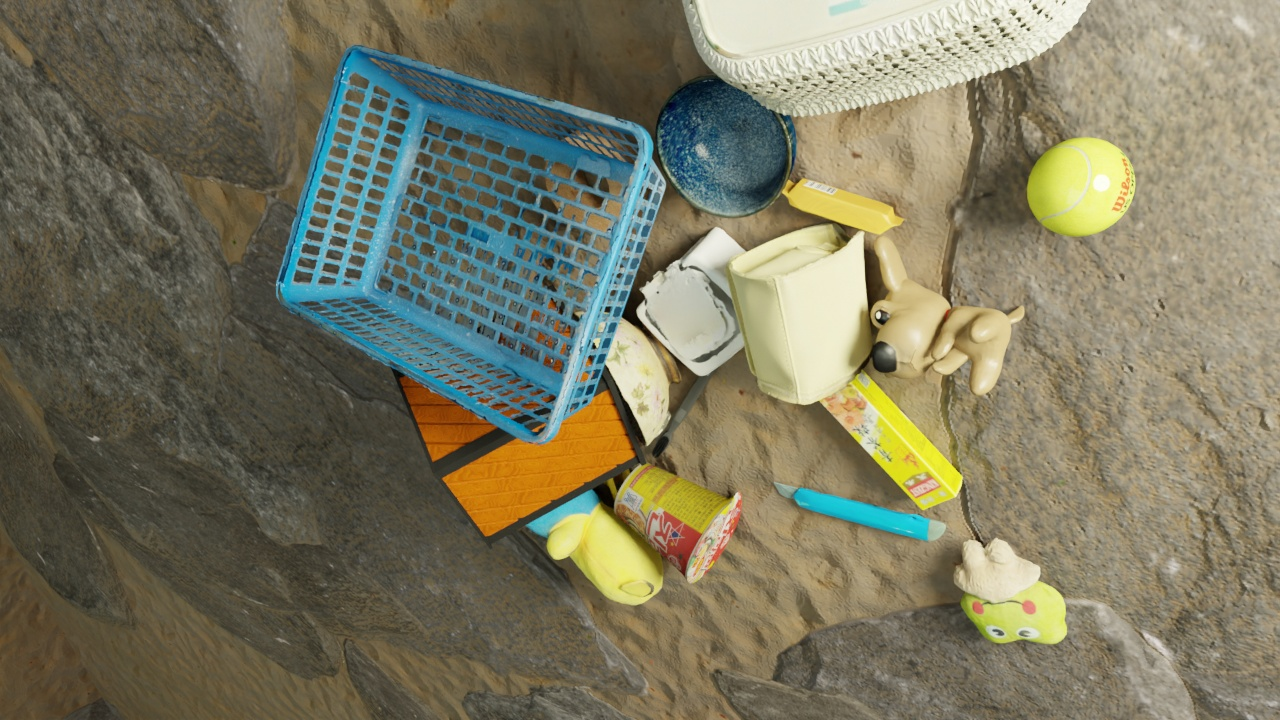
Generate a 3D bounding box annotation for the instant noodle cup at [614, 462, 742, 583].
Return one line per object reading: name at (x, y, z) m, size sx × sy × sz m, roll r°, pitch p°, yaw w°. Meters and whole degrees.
instant noodle cup at (0.034, 0.167, 0.984) m, size 0.112 × 0.100 × 0.101 m, roll 28°, pitch 134°, yaw 23°

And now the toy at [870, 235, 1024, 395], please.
toy at (0.229, -0.023, 0.714) m, size 0.108 × 0.105 × 0.134 m, roll 16°, pitch 134°, yaw 38°

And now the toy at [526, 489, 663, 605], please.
toy at (-0.057, 0.195, 1.038) m, size 0.214 × 0.148 × 0.084 m, roll 38°, pitch 102°, yaw -2°

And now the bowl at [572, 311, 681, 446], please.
bowl at (-0.005, 0.005, 0.886) m, size 0.145 × 0.063 × 0.145 m, roll 59°, pitch 172°, yaw 13°

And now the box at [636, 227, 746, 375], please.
box at (0.051, -0.043, 0.814) m, size 0.102 × 0.095 × 0.108 m, roll 44°, pitch 133°, yaw -3°

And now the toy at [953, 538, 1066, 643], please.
toy at (0.336, 0.213, 0.847) m, size 0.092 × 0.043 × 0.118 m, roll -13°, pitch 112°, yaw 40°

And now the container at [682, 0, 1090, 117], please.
container at (0.138, -0.251, 0.551) m, size 0.252 × 0.142 × 0.185 m, roll -6°, pitch 102°, yaw 31°

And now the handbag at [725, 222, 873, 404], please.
handbag at (0.137, -0.039, 0.749) m, size 0.081 × 0.111 × 0.119 m, roll 24°, pitch 136°, yaw 55°

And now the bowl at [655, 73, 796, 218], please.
bowl at (0.076, -0.176, 0.722) m, size 0.114 × 0.060 × 0.114 m, roll 20°, pitch 131°, yaw 24°

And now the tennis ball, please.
tennis ball at (0.295, -0.116, 0.616) m, size 0.065 × 0.065 × 0.065 m, roll 18°, pitch 130°, yaw 22°

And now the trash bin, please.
trash bin at (-0.114, 0.054, 0.880) m, size 0.139 × 0.171 × 0.140 m, roll 56°, pitch 171°, yaw 40°

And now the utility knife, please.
utility knife at (0.211, 0.146, 0.901) m, size 0.175 × 0.015 × 0.031 m, roll 12°, pitch 124°, yaw 29°

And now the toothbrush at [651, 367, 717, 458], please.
toothbrush at (0.047, 0.047, 0.940) m, size 0.013 × 0.013 × 0.168 m, roll 35°, pitch 132°, yaw 7°

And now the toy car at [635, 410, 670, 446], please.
toy car at (-0.023, 0.060, 0.969) m, size 0.113 × 0.048 × 0.040 m, roll 3°, pitch 129°, yaw 31°

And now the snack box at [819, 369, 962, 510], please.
snack box at (0.224, 0.069, 0.825) m, size 0.148 × 0.028 × 0.040 m, roll 46°, pitch 135°, yaw -4°

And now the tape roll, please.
tape roll at (-0.040, -0.163, 0.831) m, size 0.094 × 0.027 × 0.094 m, roll 18°, pitch 130°, yaw 22°

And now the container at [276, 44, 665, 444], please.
container at (-0.150, -0.110, 0.806) m, size 0.362 × 0.089 × 0.257 m, roll 25°, pitch 101°, yaw 31°

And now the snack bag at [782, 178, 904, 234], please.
snack bag at (0.159, -0.123, 0.730) m, size 0.099 × 0.026 × 0.020 m, roll 21°, pitch 126°, yaw 17°

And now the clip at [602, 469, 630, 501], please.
clip at (-0.032, 0.136, 1.048) m, size 0.046 × 0.047 × 0.054 m, roll -11°, pitch 119°, yaw 11°
